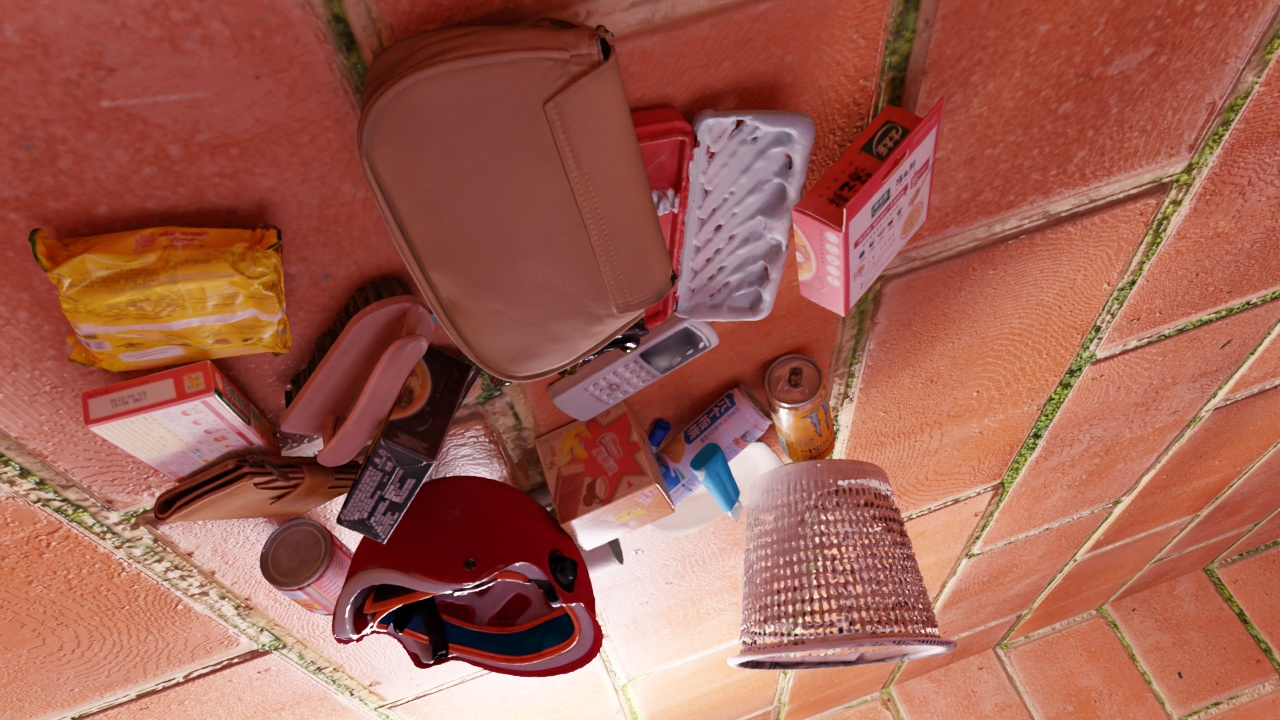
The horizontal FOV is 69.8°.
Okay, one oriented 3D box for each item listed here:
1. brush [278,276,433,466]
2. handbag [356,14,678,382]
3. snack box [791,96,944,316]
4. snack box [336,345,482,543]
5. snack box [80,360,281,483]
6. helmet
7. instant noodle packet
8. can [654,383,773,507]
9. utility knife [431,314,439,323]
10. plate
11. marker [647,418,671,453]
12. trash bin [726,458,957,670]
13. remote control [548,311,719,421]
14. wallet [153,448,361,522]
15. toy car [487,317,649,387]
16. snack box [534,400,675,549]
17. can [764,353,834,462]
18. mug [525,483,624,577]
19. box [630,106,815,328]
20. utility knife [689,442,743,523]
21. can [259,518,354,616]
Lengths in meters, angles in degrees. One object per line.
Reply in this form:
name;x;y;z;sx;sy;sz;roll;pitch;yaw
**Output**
brush;-0.190;0.008;0.634;0.063;0.073;0.146;14;131;-42
handbag;-0.067;-0.092;0.524;0.148;0.099;0.205;-18;131;0
snack box;0.159;-0.112;0.648;0.113;0.044;0.127;-47;151;-16
snack box;-0.172;0.057;0.697;0.053;0.125;0.113;27;129;-14
snack box;-0.307;0.047;0.629;0.077;0.027;0.156;-15;161;-11
helmet;-0.146;0.192;0.844;0.240;0.143;0.208;30;132;-33
instant noodle packet;-0.276;-0.038;0.542;0.128;0.044;0.111;-6;146;-20
can;0.063;0.084;0.895;0.135;0.053;0.053;-42;144;12
utility knife;-0.077;-0.040;0.643;0.178;0.013;0.029;-7;160;11
plate;0.074;0.132;1.005;0.164;0.034;0.164;-28;147;9
marker;-0.002;0.108;0.942;0.016;0.017;0.146;-3;143;-27
trash bin;0.196;0.213;0.956;0.227;0.191;0.228;-3;157;-1
remote control;-0.005;0.005;0.785;0.150;0.021;0.058;-31;147;15
wallet;-0.281;0.096;0.711;0.119;0.035;0.130;-20;165;26
toy car;-0.055;-0.012;0.661;0.070;0.042;0.158;-10;176;-38
snack box;-0.033;0.107;0.850;0.094;0.092;0.077;-24;147;4
can;0.161;0.052;0.917;0.058;0.058;0.146;-24;148;2
mug;-0.087;0.178;0.951;0.103;0.083;0.124;-23;121;4
box;0.030;-0.091;0.643;0.160;0.049;0.201;-7;145;-8
utility knife;0.082;0.127;0.899;0.034;0.018;0.208;-52;153;-12
can;-0.298;0.193;0.844;0.066;0.066;0.094;-20;147;-4
